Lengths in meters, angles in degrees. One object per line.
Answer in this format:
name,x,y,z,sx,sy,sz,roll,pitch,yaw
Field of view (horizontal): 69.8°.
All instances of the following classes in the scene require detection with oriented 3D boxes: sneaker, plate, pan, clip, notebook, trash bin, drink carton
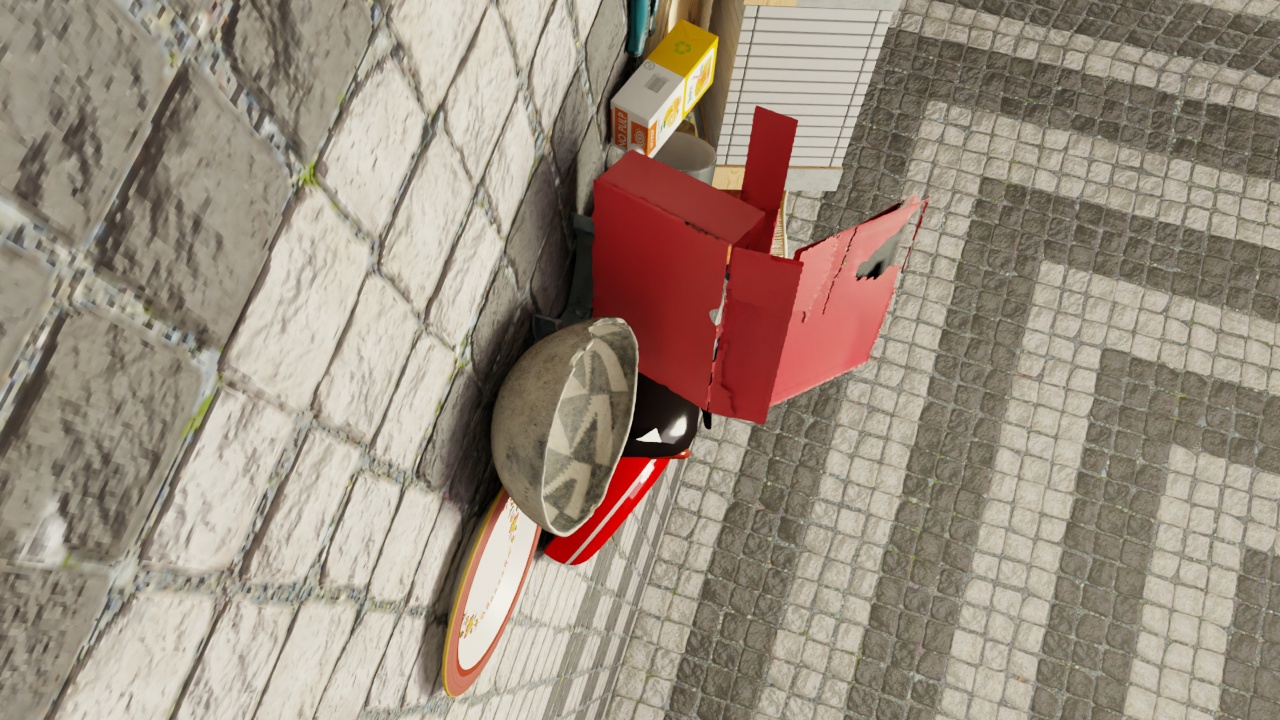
sneaker,0.159,-0.247,1.336,0.127,0.120,0.295,20,-70,59
plate,-0.133,0.186,0.828,0.229,0.021,0.230,18,89,-81
pan,-0.001,0.112,1.133,0.354,0.067,0.210,-49,177,-43
clip,-0.068,-0.031,0.814,0.174,0.030,0.158,91,19,-56
notebook,0.051,-0.373,0.919,0.225,0.024,0.168,-52,159,-67
trash bin,0.148,-0.315,0.936,0.247,0.142,0.142,98,-11,-52
drink carton,0.019,-0.241,0.827,0.122,0.040,0.059,-54,166,-22

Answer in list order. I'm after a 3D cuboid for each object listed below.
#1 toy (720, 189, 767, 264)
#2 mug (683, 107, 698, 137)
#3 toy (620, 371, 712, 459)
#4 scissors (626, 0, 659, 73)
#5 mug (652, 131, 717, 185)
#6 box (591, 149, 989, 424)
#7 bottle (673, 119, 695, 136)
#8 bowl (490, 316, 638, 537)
toy,0.123,-0.189,1.162,0.164,0.093,0.172,-59,-179,38
mug,0.102,-0.302,1.152,0.105,0.089,0.073,-18,125,-79
toy,-0.005,0.005,0.933,0.140,0.159,0.184,89,2,-81
scissors,0.005,-0.301,0.783,0.122,0.019,0.149,-44,152,-74
mug,0.026,-0.188,0.967,0.121,0.085,0.095,-107,-160,-47
box,0.107,-0.042,0.771,0.211,0.318,0.121,92,10,-52
bottle,0.040,-0.200,1.064,0.166,0.060,0.059,94,15,-46
bowl,-0.070,0.047,0.746,0.178,0.081,0.178,15,89,-70
